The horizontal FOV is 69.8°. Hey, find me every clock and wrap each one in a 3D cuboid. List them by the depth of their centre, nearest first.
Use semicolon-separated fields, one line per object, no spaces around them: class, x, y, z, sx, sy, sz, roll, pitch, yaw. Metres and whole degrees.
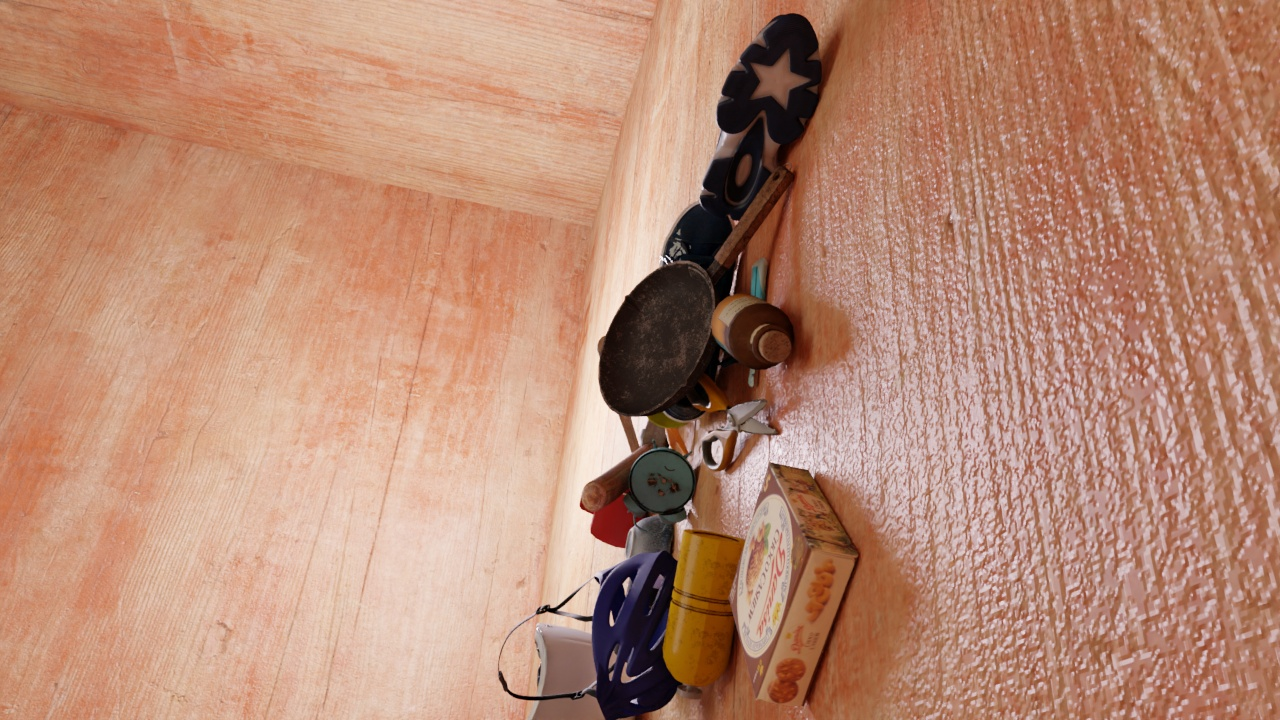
clock;0.026;0.173;1.238;0.053;0.090;0.124;-59;-14;-81

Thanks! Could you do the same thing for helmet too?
helmet;-0.042;0.315;1.051;0.241;0.228;0.148;-67;-38;-64
helmet;-0.091;0.514;1.327;0.265;0.163;0.236;100;178;-46

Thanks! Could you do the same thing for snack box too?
snack box;0.121;0.181;0.763;0.147;0.041;0.143;-103;25;-70

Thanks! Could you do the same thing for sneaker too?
sneaker;0.140;-0.299;1.077;0.270;0.103;0.132;106;177;-51
sneaker;0.074;-0.067;1.166;0.127;0.121;0.294;53;-136;-85

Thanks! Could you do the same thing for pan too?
pan;0.072;-0.081;1.085;0.357;0.040;0.207;-51;36;15

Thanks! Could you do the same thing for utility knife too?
utility knife;0.134;-0.044;1.046;0.022;0.015;0.158;-23;55;50

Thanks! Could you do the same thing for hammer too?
hammer;-0.016;0.152;1.306;0.300;0.037;0.158;-23;-53;-71
hammer;-0.023;0.077;1.397;0.332;0.031;0.119;78;-156;-51

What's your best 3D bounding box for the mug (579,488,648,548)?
mug;-0.045;0.239;1.513;0.080;0.116;0.097;-30;-43;-63

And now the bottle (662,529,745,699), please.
bottle;0.064;0.262;0.942;0.071;0.071;0.163;170;110;-81

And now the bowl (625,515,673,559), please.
bowl;0.009;0.271;1.327;0.110;0.055;0.110;-170;91;-81

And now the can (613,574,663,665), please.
can;0.011;0.329;1.188;0.072;0.072;0.128;-120;42;-77

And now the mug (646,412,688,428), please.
mug;0.041;0.035;1.315;0.106;0.082;0.083;-94;17;-61

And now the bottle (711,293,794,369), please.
bottle;0.119;-0.027;0.939;0.157;0.068;0.068;-121;42;-77

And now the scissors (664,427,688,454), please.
scissors;0.034;0.090;1.322;0.012;0.084;0.133;-53;22;23

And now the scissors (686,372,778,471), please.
scissors;0.101;0.077;1.025;0.225;0.016;0.166;-156;52;-67
